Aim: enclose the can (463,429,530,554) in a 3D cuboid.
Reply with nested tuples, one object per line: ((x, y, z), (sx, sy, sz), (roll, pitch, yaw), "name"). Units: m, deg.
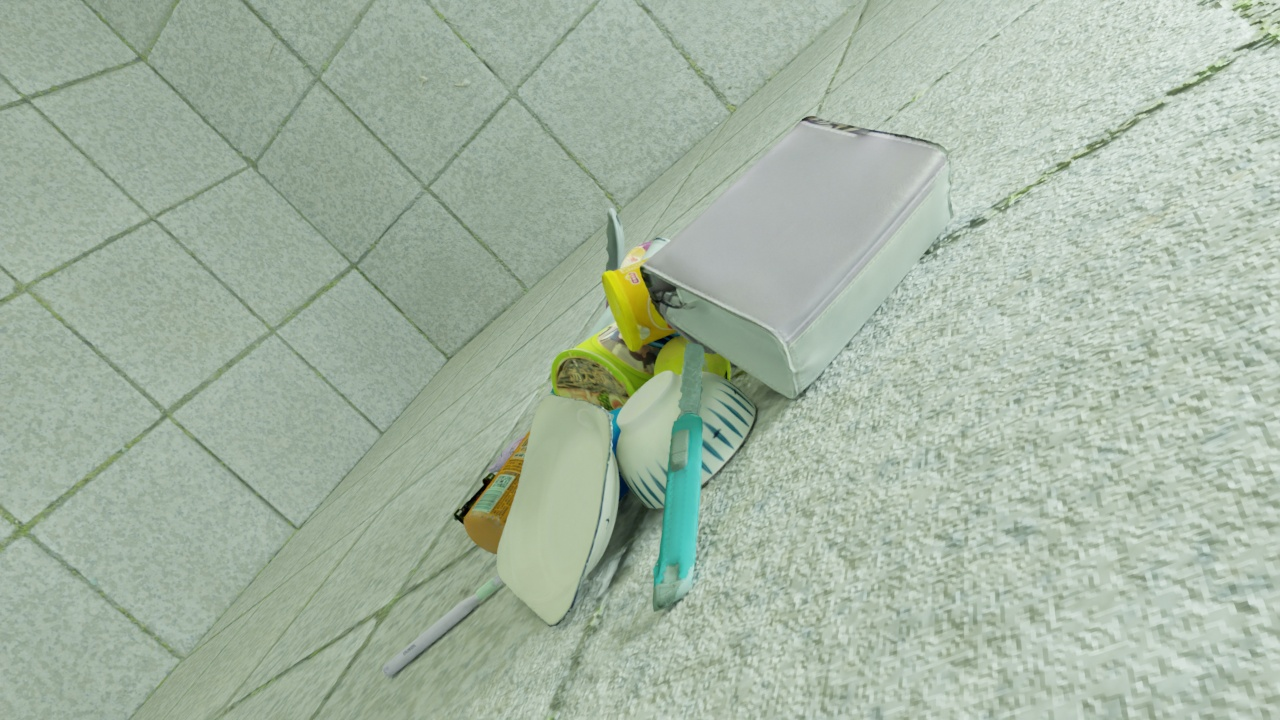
((-0.119, 0.127, 0.934), (0.058, 0.058, 0.145), (-33, 16, 43), "can")

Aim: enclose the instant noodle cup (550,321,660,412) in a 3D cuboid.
((-0.005, 0.005, 0.889), (0.123, 0.111, 0.112), (-42, 9, -38), "instant noodle cup")

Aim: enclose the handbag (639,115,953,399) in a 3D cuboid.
((0.118, -0.085, 0.689), (0.145, 0.098, 0.196), (34, 72, 32), "handbag")

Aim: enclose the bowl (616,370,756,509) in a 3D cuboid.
((0.024, 0.050, 0.706), (0.116, 0.066, 0.116), (-42, 13, 11), "bowl")

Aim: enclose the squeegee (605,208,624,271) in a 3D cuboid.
((-0.040, -0.073, 1.181), (0.247, 0.040, 0.250), (-69, -12, -63), "squeegee")

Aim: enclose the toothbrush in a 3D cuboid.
((-0.174, 0.236, 0.841), (0.189, 0.029, 0.021), (-42, -28, 16), "toothbrush")

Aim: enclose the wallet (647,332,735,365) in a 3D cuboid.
((0.058, -0.049, 0.871), (0.132, 0.106, 0.040), (-61, -13, -49), "wallet")

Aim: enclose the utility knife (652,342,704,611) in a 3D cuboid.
((0.028, 0.066, 0.620), (0.029, 0.013, 0.222), (-15, 42, 23), "utility knife")

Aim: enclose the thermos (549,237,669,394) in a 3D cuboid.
((-0.018, -0.024, 0.984), (0.224, 0.073, 0.073), (-56, 14, -11), "thermos")

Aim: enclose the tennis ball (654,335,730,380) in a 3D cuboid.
((0.044, 0.009, 0.782), (0.065, 0.065, 0.065), (-42, 12, 11), "tennis ball")

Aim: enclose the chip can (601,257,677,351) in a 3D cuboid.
((0.076, -0.079, 0.780), (0.213, 0.072, 0.072), (-22, 10, -6), "chip can")

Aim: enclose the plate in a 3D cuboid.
((-0.058, 0.112, 0.715), (0.164, 0.034, 0.164), (11, 86, 63), "plate")

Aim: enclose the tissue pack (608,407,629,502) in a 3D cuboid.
((-0.044, 0.092, 0.822), (0.158, 0.052, 0.094), (-28, 20, 53), "tissue pack")

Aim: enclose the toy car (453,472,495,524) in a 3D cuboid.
((-0.166, 0.156, 1.029), (0.071, 0.041, 0.156), (-50, 9, -26), "toy car")

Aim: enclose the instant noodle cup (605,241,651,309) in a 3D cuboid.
((0.012, -0.073, 1.095), (0.111, 0.111, 0.099), (-50, 4, -26), "instant noodle cup")

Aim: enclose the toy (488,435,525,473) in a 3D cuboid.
((-0.135, 0.109, 1.094), (0.083, 0.039, 0.108), (-42, 9, -20), "toy")
